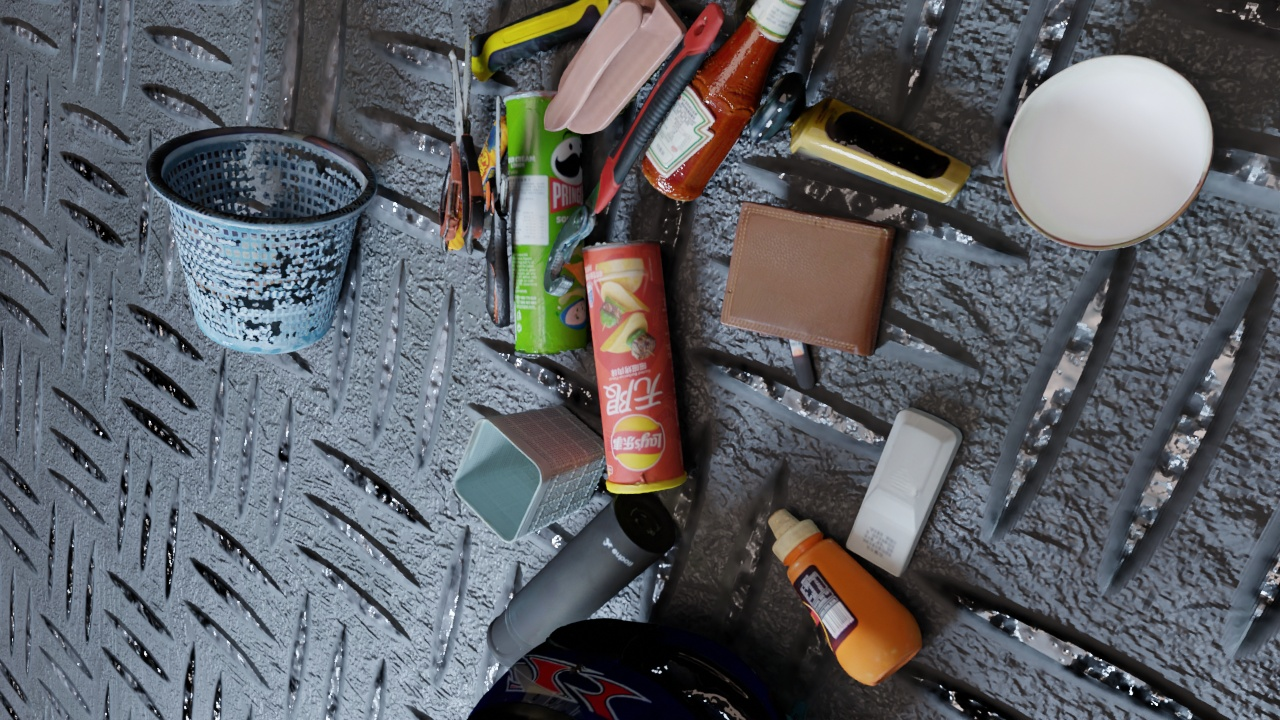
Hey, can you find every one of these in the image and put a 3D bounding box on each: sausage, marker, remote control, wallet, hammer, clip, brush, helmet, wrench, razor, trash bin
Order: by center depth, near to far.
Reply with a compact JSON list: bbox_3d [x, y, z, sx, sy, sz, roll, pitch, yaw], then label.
[{"bbox_3d":[0.157,-0.159,0.664,0.167,0.067,0.062,31,82,23],"label":"razor"},{"bbox_3d":[0.198,0.099,0.694,0.049,0.024,0.125,28,113,31],"label":"remote control"},{"bbox_3d":[0.127,-0.063,0.706,0.125,0.032,0.101,14,105,20],"label":"wallet"},{"bbox_3d":[0.007,0.331,0.731,0.316,0.239,0.247,-16,88,48],"label":"helmet"},{"bbox_3d":[0.122,-0.037,0.736,0.018,0.015,0.124,-11,93,36],"label":"marker"},{"bbox_3d":[-0.012,-0.163,0.739,0.274,0.016,0.056,-55,35,29],"label":"wrench"},{"bbox_3d":[-0.026,-0.240,0.746,0.063,0.072,0.146,53,133,3],"label":"brush"},{"bbox_3d":[0.126,0.317,0.782,0.013,0.038,0.055,25,118,34],"label":"clip"},{"bbox_3d":[-0.035,-0.310,0.802,0.324,0.031,0.126,-4,95,38],"label":"hammer"},{"bbox_3d":[-0.163,-0.177,0.923,0.021,0.021,0.165,43,119,24],"label":"sausage"},{"bbox_3d":[-0.417,-0.125,1.022,0.226,0.225,0.195,37,130,27],"label":"trash bin"}]

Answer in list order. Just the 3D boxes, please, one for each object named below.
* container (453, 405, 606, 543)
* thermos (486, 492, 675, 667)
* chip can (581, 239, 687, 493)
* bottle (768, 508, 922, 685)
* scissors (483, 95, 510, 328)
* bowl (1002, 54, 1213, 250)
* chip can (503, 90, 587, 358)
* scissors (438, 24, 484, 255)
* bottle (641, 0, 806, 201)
[{"bbox_3d":[-0.097,0.100,0.860,0.090,0.111,0.090,38,118,25],"label":"container"},{"bbox_3d":[-0.055,0.223,0.885,0.090,0.068,0.243,36,124,-9],"label":"thermos"},{"bbox_3d":[-0.005,0.005,0.802,0.073,0.073,0.216,-2,95,37],"label":"chip can"},{"bbox_3d":[0.152,0.178,0.720,0.149,0.066,0.067,51,123,28],"label":"bottle"},{"bbox_3d":[-0.131,-0.132,0.826,0.228,0.021,0.221,-117,26,-63],"label":"scissors"},{"bbox_3d":[0.290,-0.125,0.566,0.114,0.062,0.113,5,99,35],"label":"bowl"},{"bbox_3d":[-0.086,-0.123,0.843,0.072,0.072,0.236,5,100,36],"label":"chip can"},{"bbox_3d":[-0.172,-0.200,0.878,0.189,0.015,0.227,-121,40,-48],"label":"scissors"},{"bbox_3d":[0.071,-0.216,0.705,0.060,0.059,0.207,51,129,20],"label":"bottle"}]
